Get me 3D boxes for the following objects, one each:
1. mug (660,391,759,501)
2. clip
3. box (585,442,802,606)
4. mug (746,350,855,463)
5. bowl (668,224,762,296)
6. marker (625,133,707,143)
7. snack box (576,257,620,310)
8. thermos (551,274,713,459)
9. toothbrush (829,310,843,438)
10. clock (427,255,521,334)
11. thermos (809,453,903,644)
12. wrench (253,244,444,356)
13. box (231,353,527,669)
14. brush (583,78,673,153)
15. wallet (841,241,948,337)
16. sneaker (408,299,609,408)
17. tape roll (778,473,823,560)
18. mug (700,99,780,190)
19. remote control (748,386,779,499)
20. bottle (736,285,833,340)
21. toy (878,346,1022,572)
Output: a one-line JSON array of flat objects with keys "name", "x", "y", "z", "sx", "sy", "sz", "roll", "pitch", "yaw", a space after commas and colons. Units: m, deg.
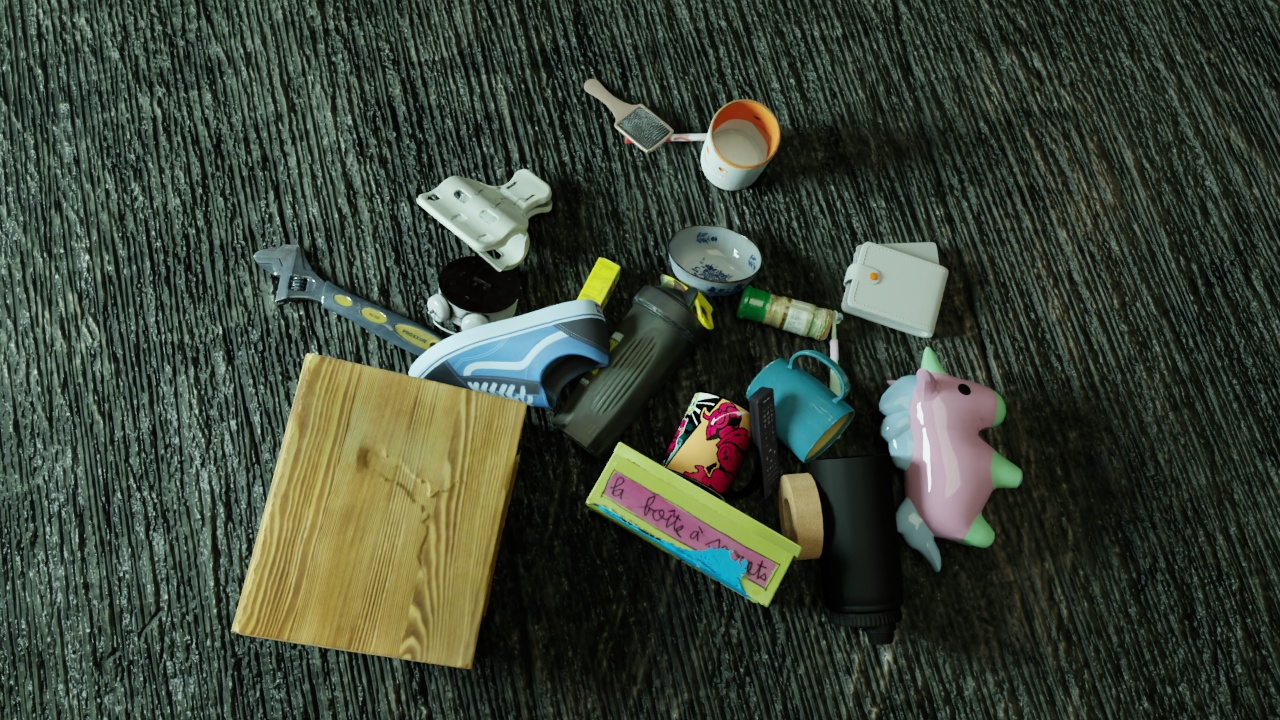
[{"name": "mug", "x": 0.093, "y": 0.105, "z": 1.039, "sx": 0.118, "sy": 0.082, "sz": 0.098, "roll": 32, "pitch": 75, "yaw": -22}, {"name": "clip", "x": -0.176, "y": -0.167, "z": 1.102, "sx": 0.126, "sy": 0.102, "sz": 0.151, "roll": 40, "pitch": 41, "yaw": 23}, {"name": "box", "x": 0.054, "y": 0.178, "z": 0.992, "sx": 0.221, "sy": 0.124, "sz": 0.079, "roll": 27, "pitch": 79, "yaw": 7}, {"name": "mug", "x": 0.184, "y": 0.041, "z": 1.038, "sx": 0.104, "sy": 0.084, "sz": 0.112, "roll": 44, "pitch": 123, "yaw": 22}, {"name": "bowl", "x": 0.085, "y": -0.111, "z": 1.092, "sx": 0.114, "sy": 0.045, "sz": 0.114, "roll": 5, "pitch": 42, "yaw": -5}, {"name": "marker", "x": 0.051, "y": -0.282, "z": 1.162, "sx": 0.142, "sy": 0.013, "sz": 0.012, "roll": -1, "pitch": 76, "yaw": -2}, {"name": "snack box", "x": -0.068, "y": -0.049, "z": 1.086, "sx": 0.029, "sy": 0.040, "sz": 0.147, "roll": 25, "pitch": 76, "yaw": 4}, {"name": "thermos", "x": -0.006, "y": 0.006, "z": 1.050, "sx": 0.098, "sy": 0.098, "sz": 0.220, "roll": 37, "pitch": 82, "yaw": 7}, {"name": "toothbrush", "x": 0.233, "y": 0.017, "z": 1.090, "sx": 0.015, "sy": 0.022, "sz": 0.154, "roll": -3, "pitch": 76, "yaw": 24}, {"name": "clock", "x": -0.194, "y": -0.071, "z": 1.065, "sx": 0.094, "sy": 0.035, "sz": 0.122, "roll": 26, "pitch": 47, "yaw": 7}, {"name": "thermos", "x": 0.237, "y": 0.205, "z": 1.000, "sx": 0.086, "sy": 0.086, "sz": 0.198, "roll": -4, "pitch": 85, "yaw": -3}, {"name": "wrench", "x": -0.341, "y": -0.063, "z": 1.092, "sx": 0.273, "sy": 0.022, "sz": 0.073, "roll": 25, "pitch": 70, "yaw": 5}, {"name": "box", "x": -0.261, "y": 0.162, "z": 0.981, "sx": 0.251, "sy": 0.192, "sz": 0.278, "roll": 14, "pitch": 75, "yaw": -13}, {"name": "brush", "x": -0.021, "y": -0.317, "z": 1.159, "sx": 0.135, "sy": 0.015, "sz": 0.049, "roll": 43, "pitch": 72, "yaw": 16}, {"name": "wallet", "x": 0.310, "y": -0.100, "z": 1.111, "sx": 0.118, "sy": 0.037, "sz": 0.115, "roll": 18, "pitch": 76, "yaw": -1}, {"name": "sneaker", "x": -0.147, "y": 0.014, "z": 1.017, "sx": 0.241, "sy": 0.083, "sz": 0.098, "roll": -18, "pitch": 67, "yaw": 13}, {"name": "tape roll", "x": 0.176, "y": 0.172, "z": 1.010, "sx": 0.027, "sy": 0.094, "sz": 0.094, "roll": -4, "pitch": 76, "yaw": -3}, {"name": "mug", "x": 0.118, "y": -0.257, "z": 1.103, "sx": 0.082, "sy": 0.105, "sz": 0.082, "roll": 0, "pitch": 86, "yaw": -3}, {"name": "remote control", "x": 0.138, "y": 0.093, "z": 1.022, "sx": 0.015, "sy": 0.136, "sz": 0.032, "roll": 18, "pitch": 39, "yaw": 37}, {"name": "bottle", "x": 0.172, "y": -0.057, "z": 1.094, "sx": 0.111, "sy": 0.043, "sz": 0.043, "roll": 16, "pitch": 76, "yaw": 2}, {"name": "toy", "x": 0.331, "y": 0.112, "z": 1.027, "sx": 0.171, "sy": 0.120, "sz": 0.222, "roll": 28, "pitch": 82, "yaw": 1}]
